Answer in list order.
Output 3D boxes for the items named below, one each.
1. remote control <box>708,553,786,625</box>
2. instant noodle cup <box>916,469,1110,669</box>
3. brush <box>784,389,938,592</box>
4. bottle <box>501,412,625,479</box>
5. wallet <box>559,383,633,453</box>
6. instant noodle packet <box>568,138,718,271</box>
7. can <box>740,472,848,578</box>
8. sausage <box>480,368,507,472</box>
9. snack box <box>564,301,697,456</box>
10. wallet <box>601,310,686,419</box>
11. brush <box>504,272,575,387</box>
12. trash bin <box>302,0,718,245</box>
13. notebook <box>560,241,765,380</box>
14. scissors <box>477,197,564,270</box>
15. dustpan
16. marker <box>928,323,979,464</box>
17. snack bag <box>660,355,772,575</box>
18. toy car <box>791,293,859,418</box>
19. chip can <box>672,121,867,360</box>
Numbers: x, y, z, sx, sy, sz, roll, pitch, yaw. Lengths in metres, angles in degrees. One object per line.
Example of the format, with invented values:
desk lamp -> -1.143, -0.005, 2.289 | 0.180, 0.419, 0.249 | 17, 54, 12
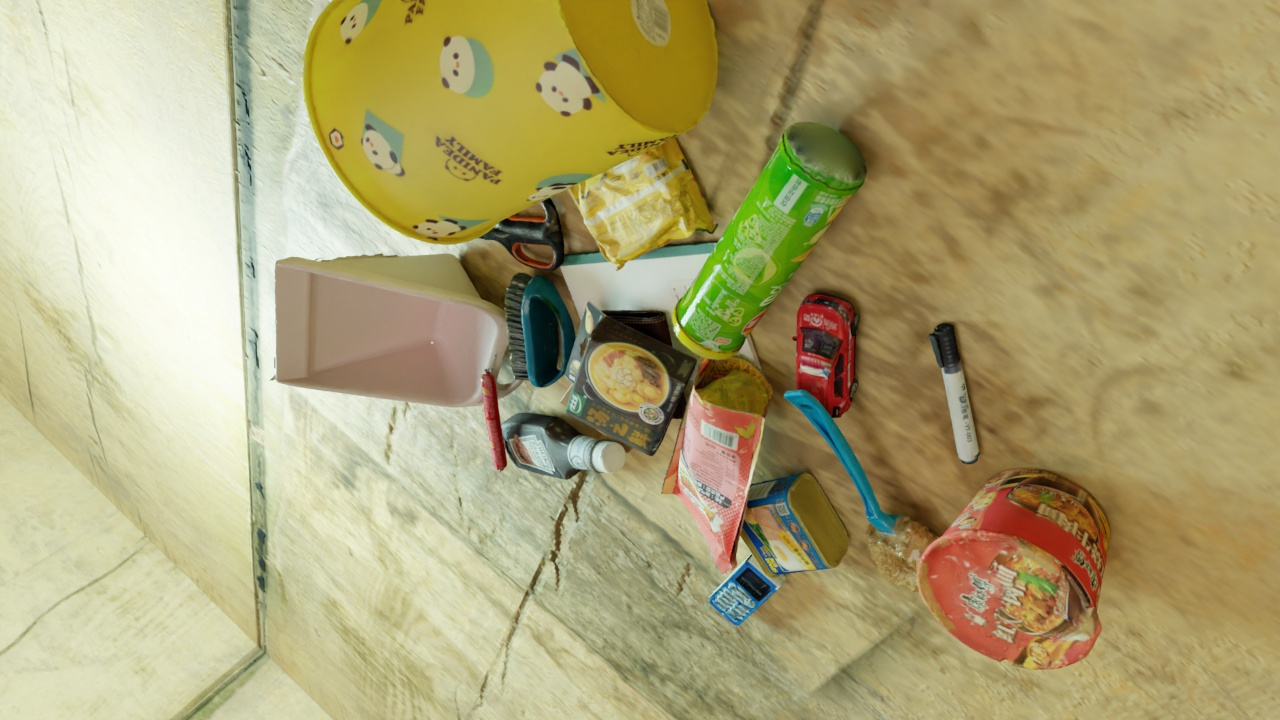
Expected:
remote control -> 0.122, 0.265, 1.063 | 0.049, 0.024, 0.125 | 40, 141, 9
instant noodle cup -> 0.310, 0.163, 0.749 | 0.138, 0.108, 0.138 | 23, 134, 26
brush -> 0.206, 0.120, 0.831 | 0.083, 0.045, 0.254 | -8, 124, 54
bottle -> -0.093, 0.105, 1.096 | 0.195, 0.043, 0.080 | 3, 122, 48
wallet -> -0.030, 0.046, 1.015 | 0.101, 0.020, 0.116 | 36, 142, -1
instant noodle packet -> -0.001, -0.147, 0.830 | 0.129, 0.044, 0.111 | -16, 108, 45
can -> 0.152, 0.168, 0.936 | 0.083, 0.057, 0.102 | -21, 105, 46
sausage -> -0.179, 0.075, 1.118 | 0.020, 0.020, 0.156 | 19, 128, 30
snack box -> -0.020, 0.020, 0.920 | 0.125, 0.053, 0.113 | 25, 132, 5
wallet -> -0.006, 0.005, 0.943 | 0.096, 0.020, 0.122 | 3, 122, 29
brush -> -0.107, -0.029, 1.010 | 0.073, 0.055, 0.144 | 17, 131, 21
trash bin -> -0.095, -0.231, 0.721 | 0.256, 0.228, 0.230 | -10, 114, 39
notebook -> 0.015, -0.044, 0.921 | 0.210, 0.012, 0.150 | 1, 121, 41
scissors -> -0.167, -0.130, 1.002 | 0.235, 0.021, 0.125 | -14, 103, 46
dustpan -> -0.274, -0.015, 1.058 | 0.138, 0.272, 0.223 | 60, 149, 26
marker -> 0.259, 0.030, 0.757 | 0.018, 0.022, 0.131 | -113, 3, -67
snack bag -> 0.072, 0.100, 0.902 | 0.128, 0.073, 0.208 | 50, 144, 40
toy car -> 0.161, -0.001, 0.802 | 0.053, 0.045, 0.121 | 15, 128, 32
chip can -> 0.100, -0.093, 0.751 | 0.072, 0.072, 0.222 | 41, 136, 8
